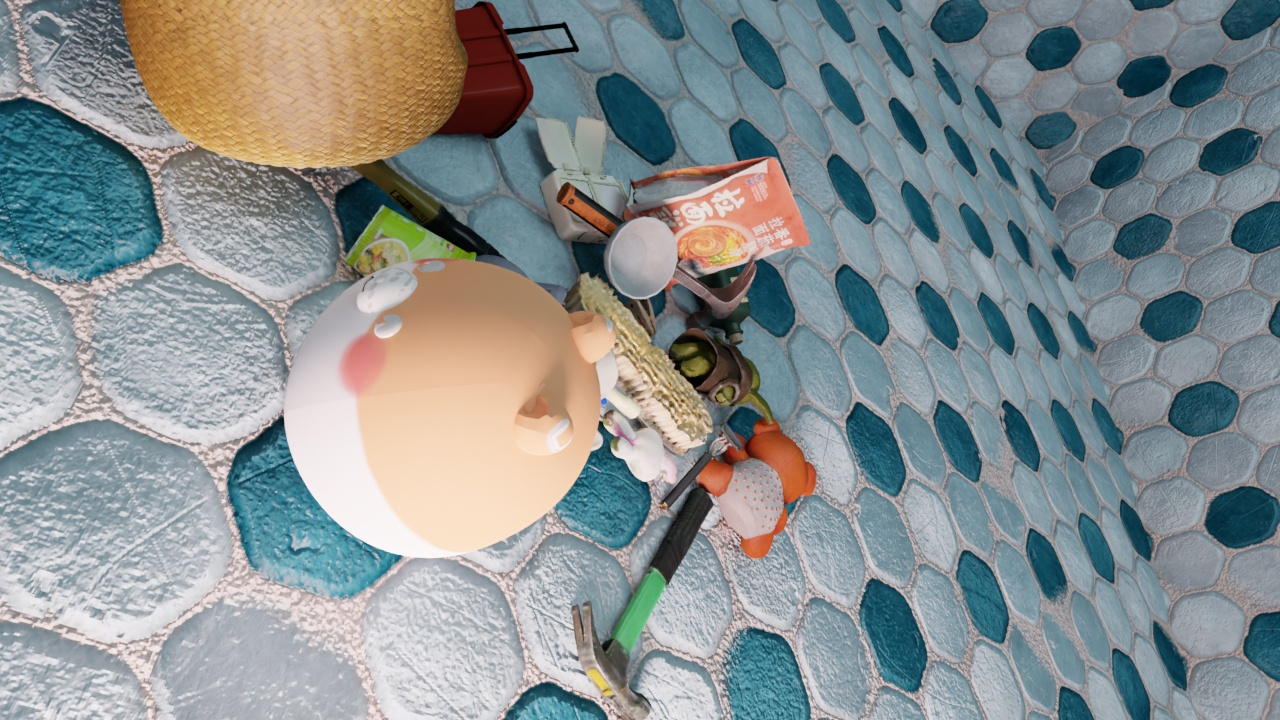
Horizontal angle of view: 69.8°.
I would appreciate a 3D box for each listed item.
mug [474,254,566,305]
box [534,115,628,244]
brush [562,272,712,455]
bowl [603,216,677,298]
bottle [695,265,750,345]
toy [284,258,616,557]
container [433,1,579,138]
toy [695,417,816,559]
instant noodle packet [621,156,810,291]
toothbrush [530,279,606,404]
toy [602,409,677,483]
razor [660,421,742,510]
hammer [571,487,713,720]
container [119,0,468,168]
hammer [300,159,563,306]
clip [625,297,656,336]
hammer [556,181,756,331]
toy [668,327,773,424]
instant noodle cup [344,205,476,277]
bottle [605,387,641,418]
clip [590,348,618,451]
[{"bbox_3d":[-0.154,-0.049,1.001,0.084,0.124,0.103,88,16,-45],"label":"mug"},{"bbox_3d":[-0.076,-0.252,1.273,0.143,0.050,0.183,-6,73,-50],"label":"box"},{"bbox_3d":[-0.007,0.007,1.177,0.271,0.057,0.083,51,35,-12],"label":"brush"},{"bbox_3d":[-0.006,-0.135,1.188,0.106,0.039,0.106,-11,111,-31],"label":"bowl"},{"bbox_3d":[0.126,-0.086,1.385,0.061,0.061,0.131,2,66,-47],"label":"bottle"},{"bbox_3d":[-0.163,0.033,0.806,0.266,0.281,0.262,62,32,-32],"label":"toy"},{"bbox_3d":[-0.192,-0.365,1.151,0.200,0.127,0.148,-22,84,-42],"label":"container"},{"bbox_3d":[0.161,0.164,1.250,0.172,0.093,0.164,-40,95,-40],"label":"toy"},{"bbox_3d":[0.109,-0.197,1.275,0.164,0.221,0.083,58,31,-41],"label":"instant noodle packet"},{"bbox_3d":[-0.092,-0.023,1.134,0.182,0.016,0.018,57,32,-4],"label":"toothbrush"},{"bbox_3d":[0.001,0.113,1.135,0.122,0.038,0.079,38,31,-26],"label":"toy"},{"bbox_3d":[0.073,0.139,1.176,0.144,0.022,0.043,-43,103,-26],"label":"razor"},{"bbox_3d":[0.018,0.254,1.070,0.130,0.032,0.317,52,38,-10],"label":"hammer"},{"bbox_3d":[-0.316,-0.314,0.845,0.307,0.197,0.306,5,41,-5],"label":"container"},{"bbox_3d":[-0.211,-0.143,1.014,0.333,0.118,0.025,40,44,-32],"label":"hammer"},{"bbox_3d":[0.006,-0.064,1.269,0.061,0.024,0.041,61,39,-14],"label":"clip"},{"bbox_3d":[0.022,-0.152,1.245,0.314,0.138,0.035,32,32,-32],"label":"hammer"},{"bbox_3d":[0.104,0.015,1.279,0.152,0.078,0.179,24,27,-44],"label":"toy"},{"bbox_3d":[-0.243,-0.102,0.957,0.108,0.099,0.098,35,44,-19],"label":"instant noodle cup"},{"bbox_3d":[-0.072,0.013,1.100,0.184,0.046,0.045,38,43,-22],"label":"bottle"},{"bbox_3d":[-0.084,0.035,1.026,0.126,0.096,0.152,-13,80,-16],"label":"clip"}]
